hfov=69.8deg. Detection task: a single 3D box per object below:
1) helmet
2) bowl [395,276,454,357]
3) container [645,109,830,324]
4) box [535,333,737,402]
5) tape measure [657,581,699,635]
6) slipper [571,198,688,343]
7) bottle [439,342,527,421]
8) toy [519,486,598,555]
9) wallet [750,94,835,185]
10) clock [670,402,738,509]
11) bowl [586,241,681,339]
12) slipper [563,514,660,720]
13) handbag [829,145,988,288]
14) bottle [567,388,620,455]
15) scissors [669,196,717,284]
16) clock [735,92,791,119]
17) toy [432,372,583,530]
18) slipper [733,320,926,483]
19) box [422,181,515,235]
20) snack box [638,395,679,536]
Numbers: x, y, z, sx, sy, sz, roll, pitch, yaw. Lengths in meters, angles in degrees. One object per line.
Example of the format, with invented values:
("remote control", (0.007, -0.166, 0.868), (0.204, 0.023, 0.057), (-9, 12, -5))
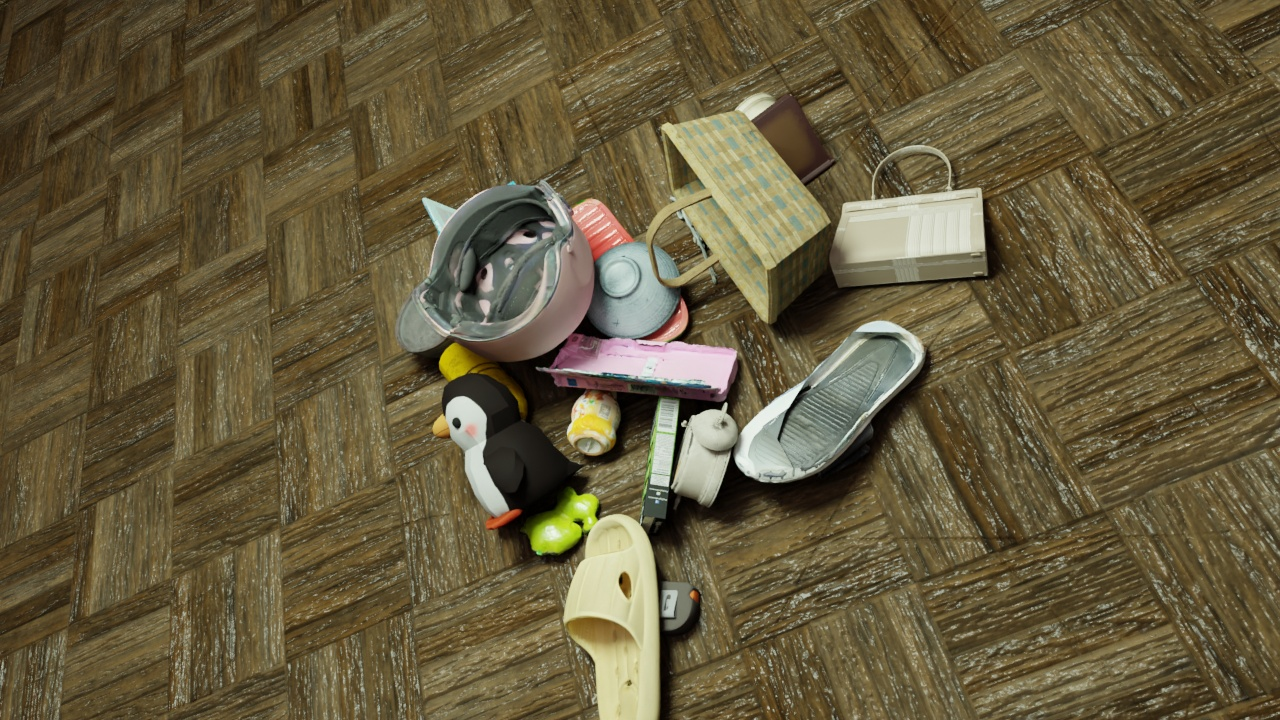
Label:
("helmet", (-0.159, -0.108, 1.180), (0.230, 0.152, 0.255), (-48, 49, 3))
("bowl", (-0.279, -0.059, 1.335), (0.145, 0.067, 0.144), (-18, 51, 24))
("container", (0.094, -0.166, 1.121), (0.186, 0.158, 0.249), (-29, 63, -6))
("box", (-0.007, 0.019, 1.129), (0.231, 0.160, 0.063), (5, 108, 17))
("tape measure", (0.034, 0.278, 1.034), (0.058, 0.038, 0.058), (-4, 63, 23))
("slipper", (-0.022, -0.115, 1.258), (0.103, 0.059, 0.248), (-39, 69, 4))
("bottle", (-0.205, 0.043, 1.253), (0.071, 0.071, 0.164), (-44, 55, -2))
("toy", (-0.099, 0.202, 1.140), (0.094, 0.036, 0.093), (12, 64, 22))
("wallet", (0.194, -0.283, 1.222), (0.091, 0.115, 0.018), (-36, 24, 3))
("clock", (0.071, 0.098, 1.043), (0.061, 0.157, 0.103), (17, 49, 0))
("bowl", (-0.020, -0.100, 1.190), (0.137, 0.057, 0.137), (-4, 74, 16))
("slipper", (-0.034, 0.293, 1.014), (0.112, 0.079, 0.261), (-30, 57, 39))
("handbag", (0.334, -0.191, 1.139), (0.176, 0.062, 0.197), (-3, 58, 24))
("bottle", (-0.055, 0.067, 1.176), (0.063, 0.063, 0.108), (-6, 47, 22))
("scissors", (0.073, -0.173, 1.266), (0.014, 0.118, 0.161), (-15, 90, -12))
("clock", (0.151, -0.301, 1.254), (0.140, 0.093, 0.054), (-37, 58, -8))
("toy", (-0.171, 0.095, 1.139), (0.140, 0.159, 0.184), (-30, 90, -12))
("slipper", (0.223, 0.058, 1.052), (0.263, 0.063, 0.111), (-43, 54, -17))
("box", (-0.212, -0.163, 1.360), (0.170, 0.085, 0.227), (-16, 51, -23))
("snack box", (0.022, 0.126, 1.094), (0.025, 0.080, 0.147), (9, 65, -1))
